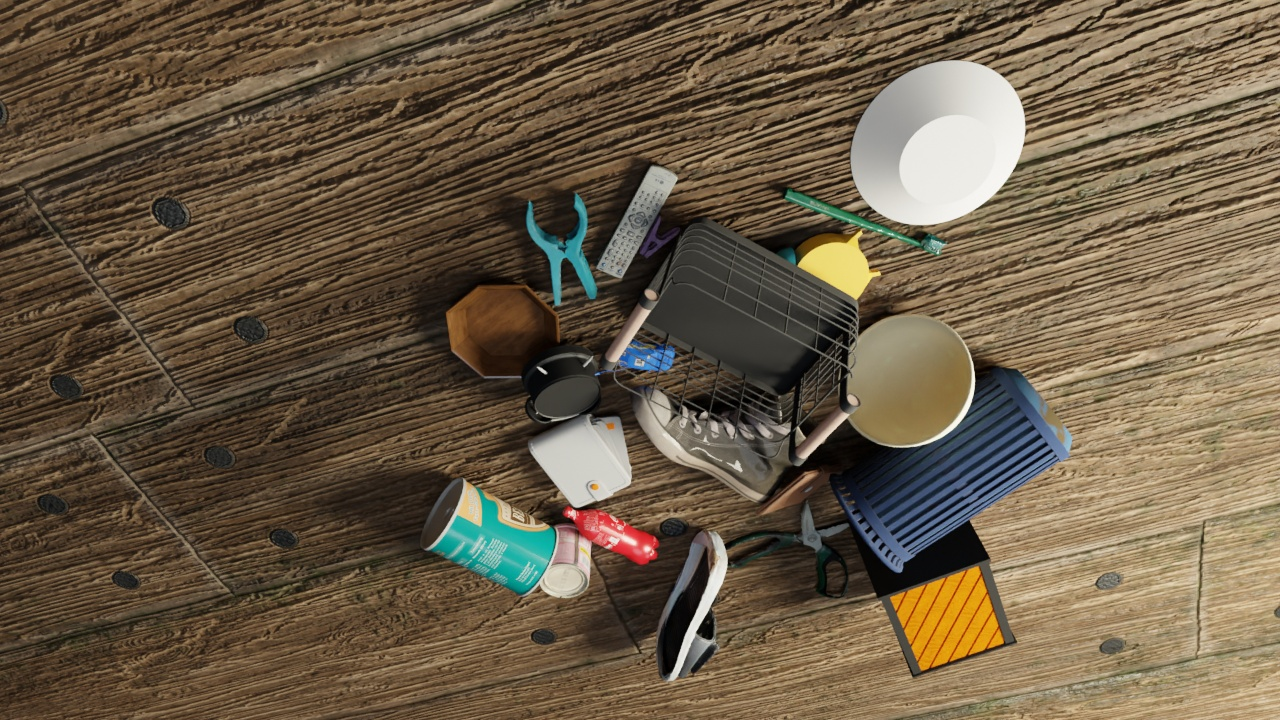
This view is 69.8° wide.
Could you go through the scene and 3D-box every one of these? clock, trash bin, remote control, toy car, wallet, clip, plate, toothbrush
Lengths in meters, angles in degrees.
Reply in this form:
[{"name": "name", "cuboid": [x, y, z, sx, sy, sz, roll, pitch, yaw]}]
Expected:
[{"name": "clock", "cuboid": [0.190, -0.088, 0.997, 0.130, 0.043, 0.099, -27, 121, 9]}, {"name": "trash bin", "cuboid": [0.378, 0.286, 1.196, 0.140, 0.139, 0.172, -23, 122, 9]}, {"name": "remote control", "cuboid": [-0.005, -0.146, 0.968, 0.033, 0.013, 0.137, 21, 122, -16]}, {"name": "toy car", "cuboid": [-0.006, 0.006, 1.046, 0.092, 0.061, 0.033, 8, 124, -7]}, {"name": "trash bin", "cuboid": [0.365, 0.123, 1.079, 0.250, 0.139, 0.139, -38, 118, 15]}, {"name": "wallet", "cuboid": [0.200, 0.161, 1.143, 0.088, 0.013, 0.120, -45, 157, 25]}, {"name": "clip", "cuboid": [-0.100, -0.118, 0.980, 0.120, 0.030, 0.130, 3, 124, -9]}, {"name": "plate", "cuboid": [0.301, -0.206, 0.917, 0.174, 0.036, 0.174, 0, 125, -1]}, {"name": "clip", "cuboid": [0.018, -0.130, 0.982, 0.029, 0.013, 0.050, 29, 122, -18]}, {"name": "wallet", "cuboid": [-0.060, 0.119, 1.141, 0.115, 0.037, 0.118, -26, 118, 16]}, {"name": "plate", "cuboid": [-0.153, -0.038, 1.035, 0.131, 0.025, 0.131, 0, 125, -1]}, {"name": "clock", "cuboid": [-0.089, 0.034, 1.060, 0.091, 0.042, 0.121, -10, 145, -14]}, {"name": "toothbrush", "cuboid": [0.238, -0.148, 0.969, 0.189, 0.016, 0.017, 17, 125, -13]}]

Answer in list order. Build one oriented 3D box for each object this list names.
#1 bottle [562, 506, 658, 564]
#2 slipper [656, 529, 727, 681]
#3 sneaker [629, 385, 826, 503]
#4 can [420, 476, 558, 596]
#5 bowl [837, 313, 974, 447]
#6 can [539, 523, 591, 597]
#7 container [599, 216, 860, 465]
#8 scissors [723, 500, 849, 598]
[{"name": "bottle", "cuboid": [-0.040, 0.227, 1.213, 0.141, 0.041, 0.042, 30, 119, -20]}, {"name": "slipper", "cuboid": [0.079, 0.348, 1.266, 0.063, 0.111, 0.264, 7, 121, -14]}, {"name": "sneaker", "cuboid": [0.101, 0.073, 1.078, 0.234, 0.095, 0.120, 32, 116, -19]}, {"name": "can", "cuboid": [-0.192, 0.226, 1.175, 0.144, 0.099, 0.099, 33, 118, -21]}, {"name": "bowl", "cuboid": [0.308, 0.029, 1.033, 0.151, 0.150, 0.075, -38, 148, 23]}, {"name": "can", "cuboid": [-0.099, 0.264, 1.217, 0.067, 0.076, 0.067, 0, 125, -1]}, {"name": "container", "cuboid": [0.099, -0.015, 0.957, 0.241, 0.130, 0.163, 27, 132, -9]}, {"name": "scissors", "cuboid": [0.206, 0.271, 1.265, 0.206, 0.015, 0.202, -11, 124, 8]}]
